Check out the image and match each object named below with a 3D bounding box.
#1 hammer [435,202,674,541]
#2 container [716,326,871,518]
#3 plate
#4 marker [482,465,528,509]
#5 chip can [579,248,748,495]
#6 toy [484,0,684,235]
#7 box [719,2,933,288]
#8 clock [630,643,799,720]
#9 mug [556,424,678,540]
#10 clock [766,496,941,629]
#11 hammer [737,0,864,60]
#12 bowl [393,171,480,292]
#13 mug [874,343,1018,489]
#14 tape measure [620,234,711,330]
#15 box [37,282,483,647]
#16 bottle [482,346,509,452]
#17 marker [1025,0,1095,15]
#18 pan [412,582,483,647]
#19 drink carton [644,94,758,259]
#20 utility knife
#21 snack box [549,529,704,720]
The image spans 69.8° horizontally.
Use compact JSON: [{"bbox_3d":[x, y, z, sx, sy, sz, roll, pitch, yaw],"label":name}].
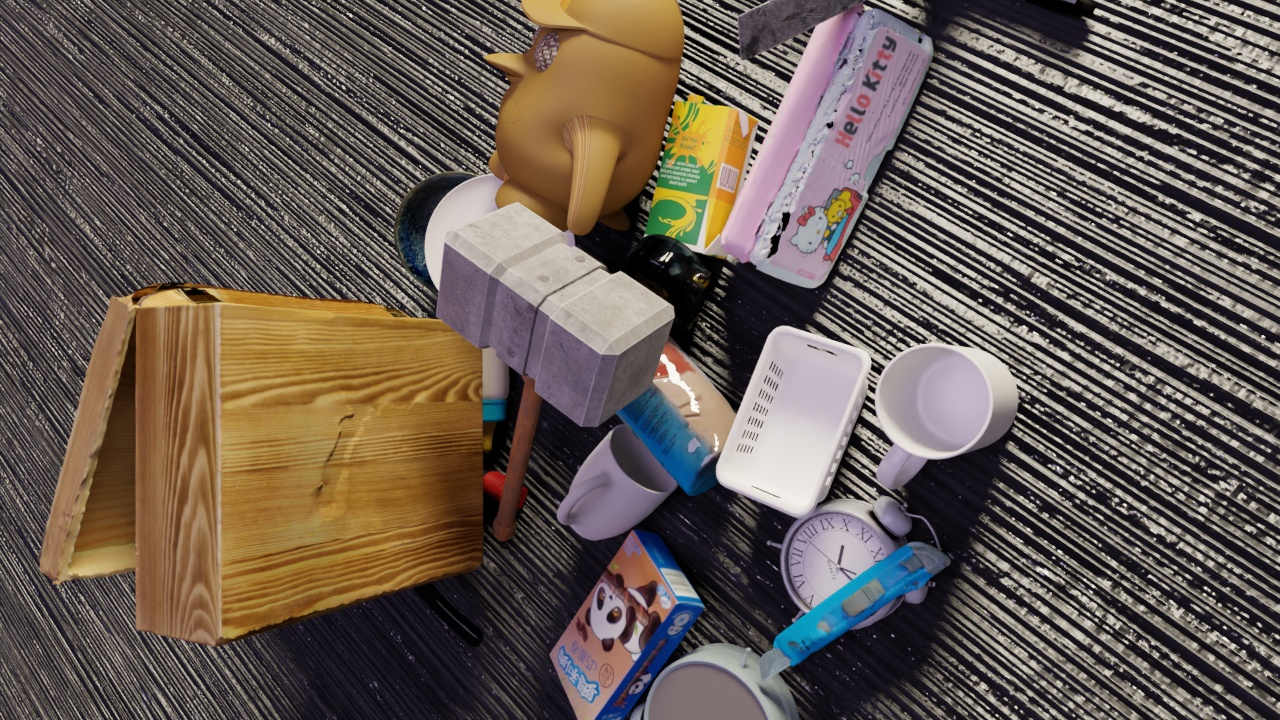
[{"bbox_3d":[-0.093,0.049,0.751,0.163,0.082,0.319,35,134,20],"label":"hammer"},{"bbox_3d":[0.119,0.047,0.686,0.081,0.049,0.129,21,87,30],"label":"container"},{"bbox_3d":[-0.127,-0.101,0.835,0.134,0.011,0.134,-1,95,-7],"label":"plate"},{"bbox_3d":[-0.170,0.102,0.893,0.145,0.021,0.023,26,80,29],"label":"marker"},{"bbox_3d":[-0.005,0.004,0.762,0.229,0.079,0.080,48,112,23],"label":"chip can"},{"bbox_3d":[-0.044,-0.215,0.732,0.204,0.162,0.198,-63,27,28],"label":"toy"},{"bbox_3d":[0.141,-0.155,0.682,0.095,0.088,0.202,24,104,0],"label":"box"},{"bbox_3d":[0.054,0.301,0.738,0.160,0.045,0.122,-42,68,23],"label":"clock"},{"bbox_3d":[-0.032,0.111,0.758,0.071,0.107,0.090,52,123,18],"label":"mug"},{"bbox_3d":[0.161,0.148,0.679,0.123,0.035,0.094,-23,78,30],"label":"clock"},{"bbox_3d":[0.084,-0.356,0.685,0.217,0.037,0.300,-33,58,-10],"label":"hammer"},{"bbox_3d":[-0.171,-0.117,0.865,0.114,0.061,0.114,-1,94,-9],"label":"bowl"},{"bbox_3d":[0.199,0.042,0.624,0.074,0.090,0.111,39,109,26],"label":"mug"},{"bbox_3d":[0.020,-0.065,0.741,0.072,0.072,0.042,35,66,9],"label":"tape measure"},{"bbox_3d":[-0.295,0.061,0.757,0.216,0.278,0.257,2,90,30],"label":"box"},{"bbox_3d":[-0.149,0.014,0.864,0.051,0.051,0.146,-5,87,32],"label":"bottle"},{"bbox_3d":[0.249,-0.266,0.639,0.139,0.022,0.016,33,111,27],"label":"marker"},{"bbox_3d":[-0.270,0.156,0.929,0.356,0.067,0.209,38,108,19],"label":"pan"},{"bbox_3d":[0.050,-0.150,0.749,0.058,0.041,0.122,18,99,31],"label":"drink carton"},{"bbox_3d":[0.146,0.182,0.659,0.174,0.015,0.031,-45,63,25],"label":"utility knife"},{"bbox_3d":[-0.015,0.228,0.770,0.151,0.034,0.087,-58,39,17],"label":"snack box"}]
